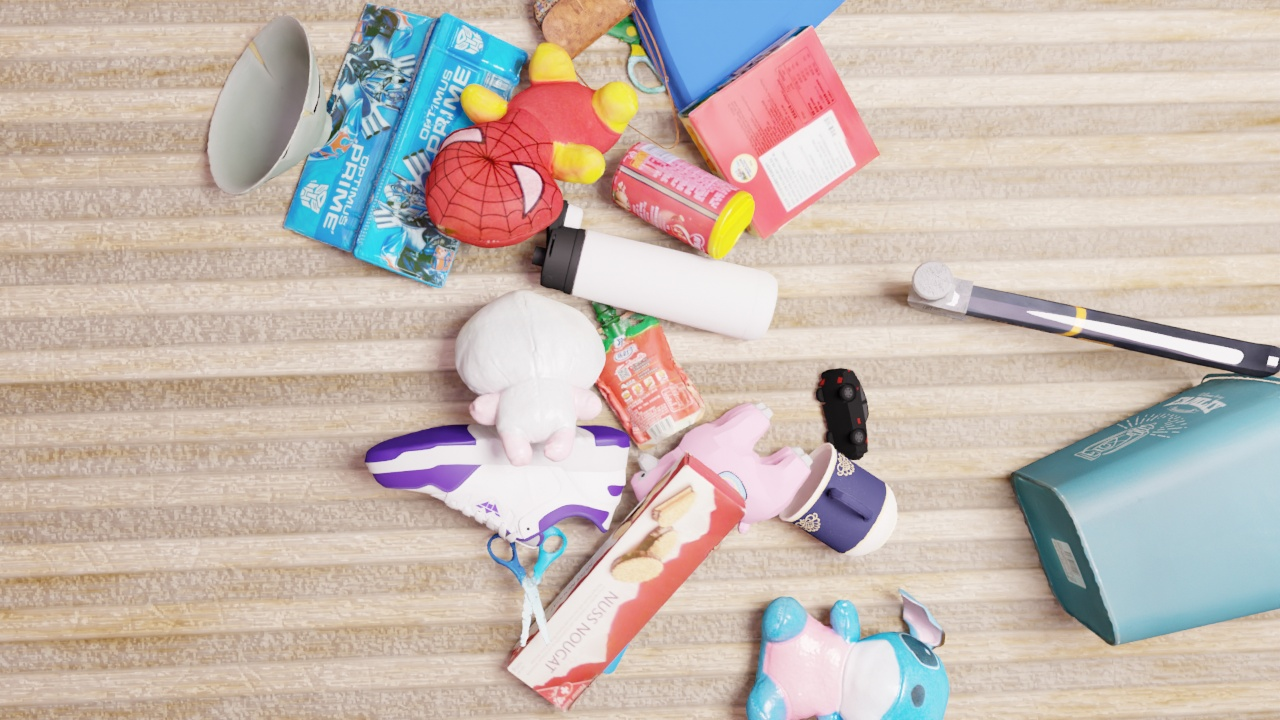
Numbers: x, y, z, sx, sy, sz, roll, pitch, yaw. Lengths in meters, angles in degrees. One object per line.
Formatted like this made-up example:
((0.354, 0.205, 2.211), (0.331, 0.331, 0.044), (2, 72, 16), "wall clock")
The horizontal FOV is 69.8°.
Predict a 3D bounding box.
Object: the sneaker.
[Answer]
((-0.132, 0.122, 0.867), (0.244, 0.092, 0.111), (0, 96, -5), "sneaker")

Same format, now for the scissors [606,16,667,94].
((-0.013, -0.313, 0.903), (0.131, 0.012, 0.108), (12, 90, -4), "scissors")

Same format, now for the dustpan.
((0.061, -0.399, 0.865), (0.245, 0.059, 0.257), (-43, 110, -3), "dustpan")

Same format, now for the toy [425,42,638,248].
((-0.105, -0.184, 0.831), (0.147, 0.099, 0.215), (32, 70, 21), "toy")

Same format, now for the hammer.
((0.403, -0.034, 0.830), (0.313, 0.139, 0.035), (14, 89, 16), "hammer")

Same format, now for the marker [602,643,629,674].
((-0.007, 0.252, 0.906), (0.018, 0.015, 0.123), (29, 87, -7), "marker")

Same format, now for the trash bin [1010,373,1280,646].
((0.490, 0.142, 0.846), (0.219, 0.196, 0.199), (-21, 90, 4), "trash bin")

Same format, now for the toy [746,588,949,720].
((0.197, 0.321, 0.873), (0.191, 0.099, 0.223), (14, 76, 3), "toy")

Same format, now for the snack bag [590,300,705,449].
((-0.005, 0.005, 0.894), (0.087, 0.044, 0.155), (-31, 87, 1), "snack bag")

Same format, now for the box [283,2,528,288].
((-0.227, -0.211, 0.871), (0.175, 0.060, 0.243), (20, 89, -2), "box")

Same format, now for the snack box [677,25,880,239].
((0.133, -0.215, 0.873), (0.145, 0.040, 0.142), (-36, 113, -1), "snack box")

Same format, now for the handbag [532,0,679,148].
((-0.025, -0.283, 0.867), (0.094, 0.043, 0.196), (-31, 89, 24), "handbag")

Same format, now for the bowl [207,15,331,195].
((-0.329, -0.228, 0.857), (0.175, 0.067, 0.174), (-13, 69, 37), "bowl")

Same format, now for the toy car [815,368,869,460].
((0.204, 0.052, 0.901), (0.036, 0.042, 0.091), (-15, 92, -28), "toy car")

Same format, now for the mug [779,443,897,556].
((0.196, 0.138, 0.866), (0.089, 0.112, 0.085), (33, 84, -5), "mug")

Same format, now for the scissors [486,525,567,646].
((-0.114, 0.213, 0.864), (0.083, 0.016, 0.134), (3, 49, -2), "scissors")

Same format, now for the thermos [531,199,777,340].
((0.014, -0.090, 0.880), (0.230, 0.069, 0.101), (13, 64, -4), "thermos")

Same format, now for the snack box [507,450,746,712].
((-0.015, 0.210, 0.857), (0.076, 0.044, 0.273), (39, 103, -6), "snack box")

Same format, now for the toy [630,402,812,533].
((0.076, 0.111, 0.883), (0.157, 0.067, 0.123), (-38, 94, 3), "toy")

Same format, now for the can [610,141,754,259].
((0.038, -0.151, 0.859), (0.124, 0.066, 0.066), (31, 89, 18), "can")

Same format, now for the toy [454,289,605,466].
((-0.098, 0.015, 0.833), (0.138, 0.102, 0.179), (-4, 56, -9), "toy")
